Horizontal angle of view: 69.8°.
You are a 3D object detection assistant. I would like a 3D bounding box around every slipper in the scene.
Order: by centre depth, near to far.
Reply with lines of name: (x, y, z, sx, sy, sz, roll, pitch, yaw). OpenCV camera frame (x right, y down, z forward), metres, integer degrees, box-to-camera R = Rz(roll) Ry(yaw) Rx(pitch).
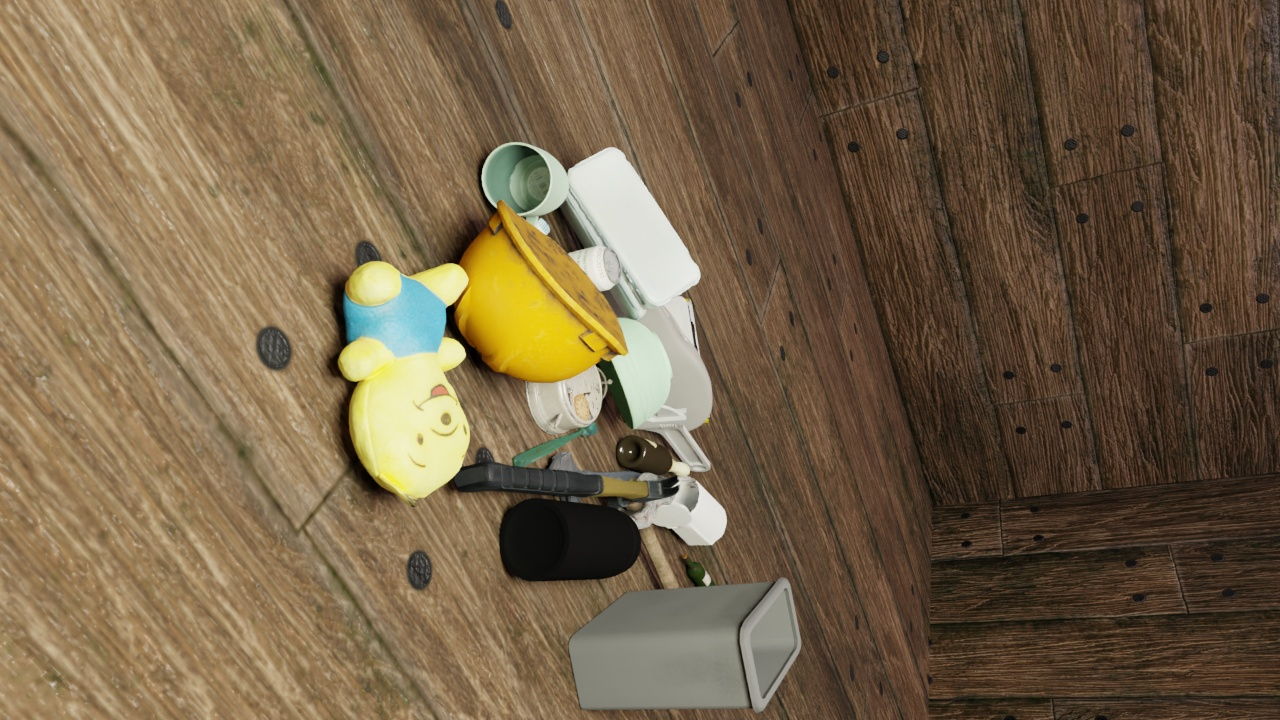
slipper: (0.023, -0.018, 1.324, 0.266, 0.113, 0.080, 59, 20, -28)

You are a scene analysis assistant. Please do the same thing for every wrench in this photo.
wrench: (-0.051, 0.157, 1.172, 0.273, 0.022, 0.073, 16, 74, -63)
wrench: (0.048, 0.119, 1.366, 0.273, 0.087, 0.018, 57, 31, -60)

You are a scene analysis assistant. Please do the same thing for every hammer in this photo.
hammer: (-0.069, 0.137, 1.008, 0.332, 0.118, 0.025, 17, 62, -56)
hammer: (0.035, 0.299, 1.262, 0.121, 0.049, 0.319, -47, 131, -33)

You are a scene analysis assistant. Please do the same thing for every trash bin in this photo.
trash bin: (0.057, 0.338, 1.094, 0.191, 0.220, 0.097, -14, 93, -65)

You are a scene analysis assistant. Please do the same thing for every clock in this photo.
clock: (-0.076, 0.033, 1.120, 0.156, 0.061, 0.103, -10, 90, -64)

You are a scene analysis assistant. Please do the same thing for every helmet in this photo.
helmet: (-0.122, -0.051, 0.965, 0.205, 0.131, 0.255, 51, 5, 1)

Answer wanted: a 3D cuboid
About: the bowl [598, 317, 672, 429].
bowl: (-0.007, 0.007, 1.181, 0.151, 0.077, 0.151, 156, -89, -81)

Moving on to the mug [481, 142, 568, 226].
mug: (-0.133, -0.195, 1.082, 0.104, 0.084, 0.111, -27, 134, -77)

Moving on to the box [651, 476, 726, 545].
box: (0.064, 0.214, 1.331, 0.166, 0.084, 0.092, 51, 46, -44)

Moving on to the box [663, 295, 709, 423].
box: (0.070, 0.001, 1.468, 0.117, 0.057, 0.210, 1, 80, -63)

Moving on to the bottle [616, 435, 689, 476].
bottle: (0.027, 0.145, 1.317, 0.184, 0.045, 0.045, 29, 55, -60)

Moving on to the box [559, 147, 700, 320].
box: (-0.036, -0.152, 1.191, 0.106, 0.127, 0.215, -32, 90, -31)

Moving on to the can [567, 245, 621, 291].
can: (-0.078, -0.106, 1.122, 0.055, 0.102, 0.054, 37, 48, -56)

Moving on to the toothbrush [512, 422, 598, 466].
toothbrush: (-0.098, 0.100, 1.100, 0.189, 0.017, 0.016, -20, 100, -65)

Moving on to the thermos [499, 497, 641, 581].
thermos: (-0.067, 0.205, 1.040, 0.198, 0.086, 0.086, 23, 59, -61)

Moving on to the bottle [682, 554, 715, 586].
bottle: (0.087, 0.325, 1.400, 0.106, 0.025, 0.025, 58, 32, -40)

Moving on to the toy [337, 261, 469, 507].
toy: (-0.209, 0.019, 0.815, 0.148, 0.084, 0.214, -3, 86, -65)

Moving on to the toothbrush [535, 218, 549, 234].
toothbrush: (-0.084, -0.094, 1.195, 0.026, 0.027, 0.223, -50, 131, -26)
